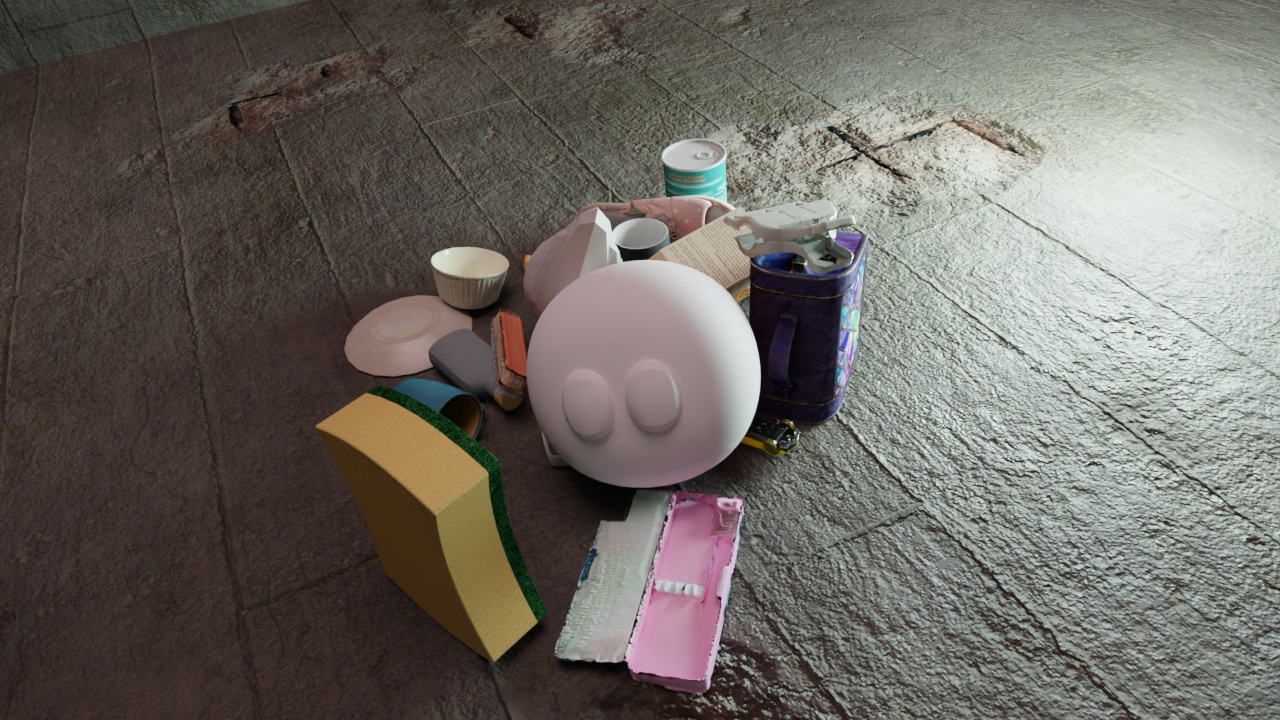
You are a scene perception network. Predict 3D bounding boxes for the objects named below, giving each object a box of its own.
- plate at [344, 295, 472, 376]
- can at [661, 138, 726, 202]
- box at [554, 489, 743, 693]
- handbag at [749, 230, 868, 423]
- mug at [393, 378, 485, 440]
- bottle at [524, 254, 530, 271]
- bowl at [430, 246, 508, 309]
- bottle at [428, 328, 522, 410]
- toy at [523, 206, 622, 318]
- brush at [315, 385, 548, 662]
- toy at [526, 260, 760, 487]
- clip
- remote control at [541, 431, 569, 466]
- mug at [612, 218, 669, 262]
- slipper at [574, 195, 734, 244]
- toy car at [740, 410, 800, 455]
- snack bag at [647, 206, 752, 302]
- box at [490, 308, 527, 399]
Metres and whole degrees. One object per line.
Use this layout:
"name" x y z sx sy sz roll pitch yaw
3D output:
"plate" -0.345 -0.048 1.353 0.189 0.027 0.188 -4 40 3
"can" 0.088 -0.262 1.452 0.099 0.144 0.099 -4 40 3
"box" 0.014 0.229 0.966 0.159 0.035 0.229 5 42 14
"handbag" 0.203 -0.047 1.144 0.126 0.205 0.221 11 36 21
"mug" -0.256 0.065 1.177 0.104 0.084 0.112 18 17 35
"bottle" -0.123 -0.148 1.414 0.108 0.063 0.063 -3 40 8
"bowl" -0.258 -0.122 1.386 0.115 0.063 0.115 6 29 -3
"bottle" -0.218 0.015 1.245 0.072 0.046 0.161 -32 46 -27
"toy" -0.092 -0.091 1.254 0.141 0.247 0.267 15 21 -8
"brush" -0.204 0.160 0.911 0.195 0.250 0.075 25 49 37
"toy" 0.010 0.016 1.061 0.263 0.266 0.280 -8 8 16
"clip" 0.185 -0.147 1.074 0.124 0.082 0.147 -19 35 -26
"remote control" -0.095 0.086 1.157 0.060 0.028 0.114 -10 40 -3
"mug" -0.002 -0.139 1.358 0.085 0.095 0.121 6 42 16
"slipper" 0.022 -0.200 1.420 0.275 0.114 0.054 2 36 20
"toy car" 0.144 0.086 1.120 0.107 0.030 0.049 21 46 32
"snack bag" 0.076 -0.111 1.238 0.206 0.070 0.094 -31 71 -18
"box" -0.172 -0.018 1.223 0.058 0.053 0.186 -11 34 -6
